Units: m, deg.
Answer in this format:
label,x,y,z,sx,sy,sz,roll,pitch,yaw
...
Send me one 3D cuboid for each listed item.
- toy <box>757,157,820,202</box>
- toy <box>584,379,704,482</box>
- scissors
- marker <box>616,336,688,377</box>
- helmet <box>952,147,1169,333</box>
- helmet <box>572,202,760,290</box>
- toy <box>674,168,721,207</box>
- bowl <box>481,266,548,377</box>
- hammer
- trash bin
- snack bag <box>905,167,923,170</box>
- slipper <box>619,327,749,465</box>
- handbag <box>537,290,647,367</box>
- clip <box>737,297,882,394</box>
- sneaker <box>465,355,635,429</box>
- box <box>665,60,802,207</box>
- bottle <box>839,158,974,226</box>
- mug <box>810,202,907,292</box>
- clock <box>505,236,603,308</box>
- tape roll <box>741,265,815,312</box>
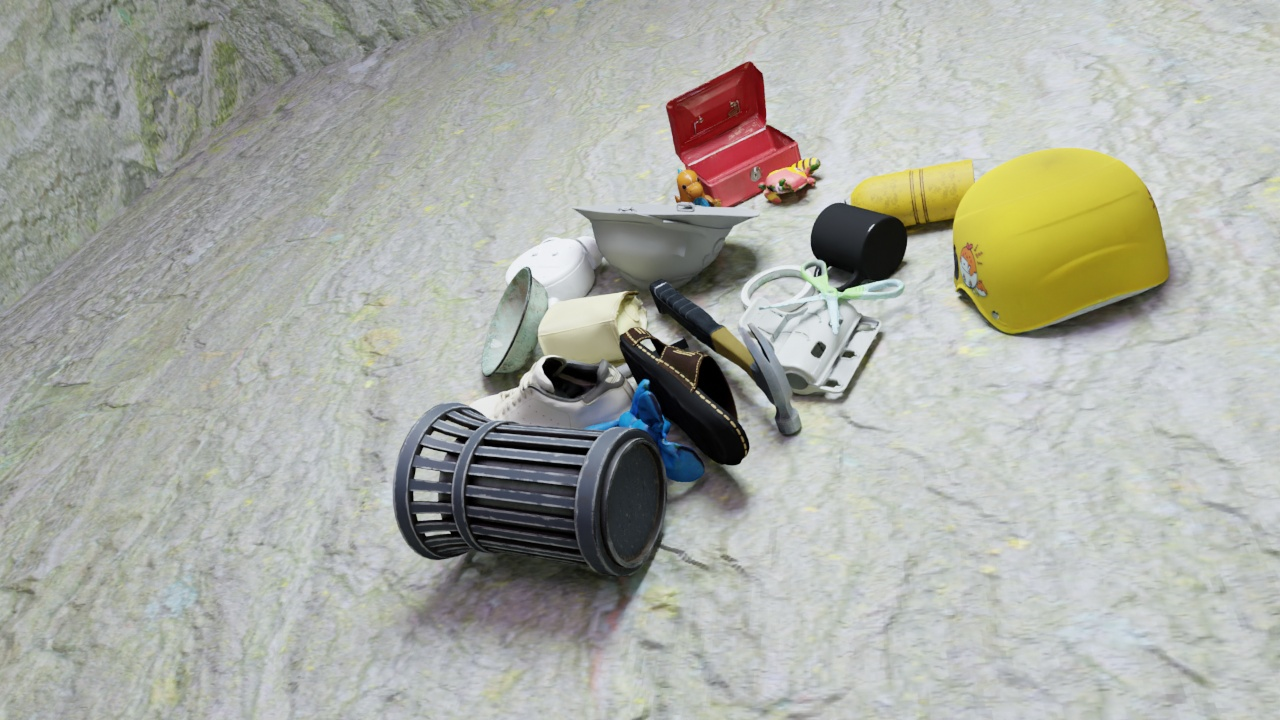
label,x,y,z,sx,sy,sz,roll,pitch,yaw
toy,0.219,-0.263,1.337,0.103,0.046,0.084,-37,12,-34
toy,-0.001,0.085,0.969,0.070,0.113,0.177,-31,8,-34
scissors,0.216,-0.074,1.026,0.174,0.022,0.171,2,35,2
marker,-0.007,0.007,1.138,0.140,0.016,0.016,-25,34,0
helmet,0.429,-0.156,0.976,0.209,0.140,0.239,-20,34,6
helmet,0.030,-0.153,1.253,0.272,0.118,0.183,9,15,31
toy,0.069,-0.247,1.367,0.070,0.090,0.103,-29,38,-10
bowl,-0.164,-0.046,1.232,0.158,0.038,0.157,-50,29,40
hammer,0.083,-0.032,1.067,0.025,0.118,0.333,-28,29,-9
trash bin,-0.102,0.130,0.910,0.228,0.164,0.163,2,42,28
snack bag,0.345,-0.231,1.236,0.099,0.020,0.026,-41,29,-23
slipper,0.052,0.027,0.992,0.075,0.113,0.268,-32,30,-11
handbag,-0.056,-0.042,1.184,0.119,0.081,0.111,-11,29,22
clip,0.183,-0.021,1.027,0.143,0.073,0.124,16,47,31
sneaker,-0.119,0.045,1.078,0.242,0.102,0.088,-7,38,26
box,0.149,-0.324,1.406,0.157,0.154,0.168,-29,65,-3
bottle,0.336,-0.204,1.159,0.164,0.071,0.070,-7,38,22
mug,0.257,-0.131,1.118,0.088,0.078,0.113,31,89,51
clock,-0.135,-0.131,1.353,0.126,0.073,0.160,4,43,35
tape roll,0.173,-0.089,1.157,0.093,0.013,0.092,-16,34,11
